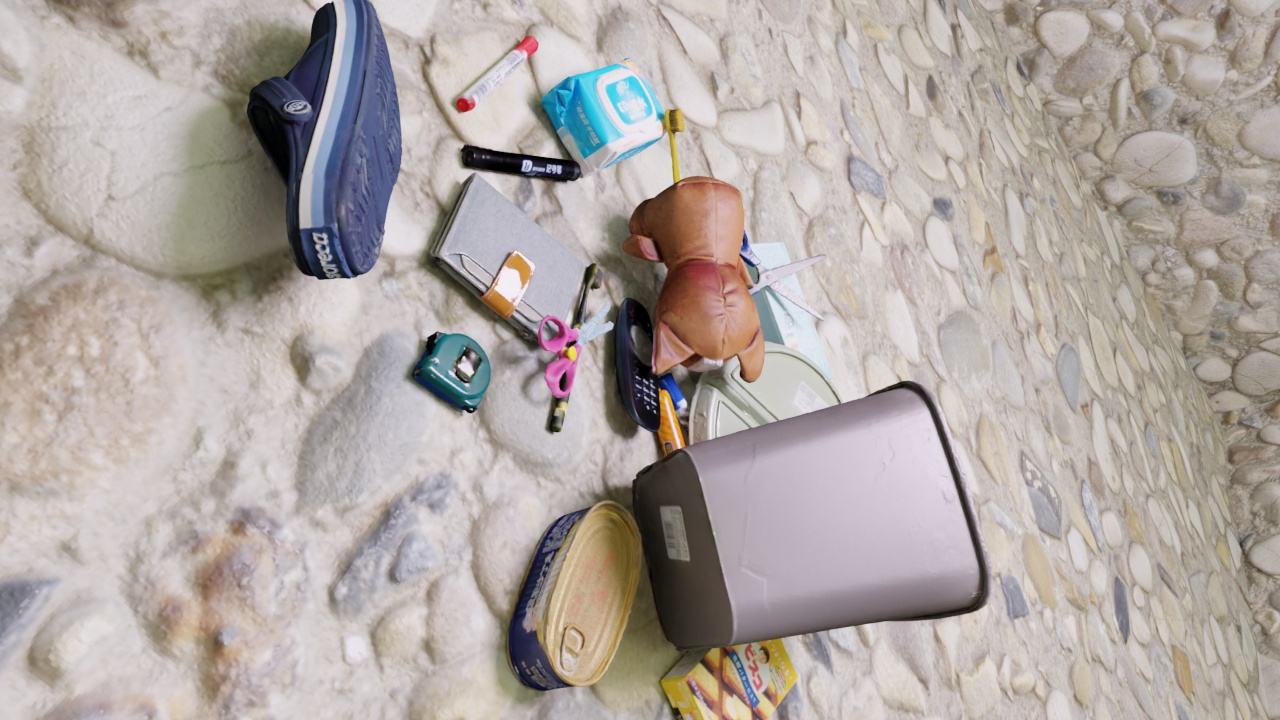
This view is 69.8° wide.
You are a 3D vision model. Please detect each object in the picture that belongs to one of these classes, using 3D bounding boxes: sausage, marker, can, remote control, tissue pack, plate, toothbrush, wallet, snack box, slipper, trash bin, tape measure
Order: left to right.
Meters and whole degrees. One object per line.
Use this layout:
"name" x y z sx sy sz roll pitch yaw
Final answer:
"slipper" -0.219 -0.150 0.632 0.095 0.105 0.252 -3 51 -7
"tape measure" -0.139 0.006 0.694 0.058 0.025 0.054 41 45 -29
"marker" -0.131 -0.266 0.850 0.017 0.017 0.144 50 41 -20
"wallet" -0.107 -0.083 0.768 0.129 0.037 0.106 39 45 -29
"marker" -0.106 -0.178 0.832 0.131 0.020 0.022 -5 46 -49
"can" -0.048 0.175 0.692 0.074 0.049 0.147 44 43 -25
"toothbrush" -0.055 -0.014 0.813 0.017 0.012 0.185 47 41 -39
"tissue pack" -0.030 -0.247 0.919 0.090 0.063 0.139 60 39 -8
"remote control" -0.005 0.005 0.848 0.053 0.024 0.136 32 44 -46
"sausage" 0.037 0.101 0.852 0.021 0.022 0.165 -4 74 -50
"toothbrush" 0.044 -0.163 0.949 0.015 0.017 0.190 -23 110 -55
"marker" 0.057 0.078 0.892 0.016 0.017 0.146 -38 101 -51
"snack box" 0.081 0.279 0.804 0.140 0.034 0.087 -27 93 -54
"snack box" 0.152 -0.047 1.037 0.074 0.052 0.175 -11 80 -49
"plate" 0.143 0.088 0.926 0.229 0.028 0.230 12 71 -36
"trash bin" 0.128 0.138 0.765 0.219 0.199 0.198 -7 74 -21

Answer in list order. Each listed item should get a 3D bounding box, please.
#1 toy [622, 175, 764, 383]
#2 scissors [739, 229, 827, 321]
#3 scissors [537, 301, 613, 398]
"toy" 0.052 -0.073 0.883 0.140 0.131 0.199 -2 66 -20
"scissors" 0.124 -0.090 0.991 0.176 0.012 0.162 46 72 -1
"scissors" -0.054 -0.029 0.787 0.137 0.017 0.077 -55 134 -51
